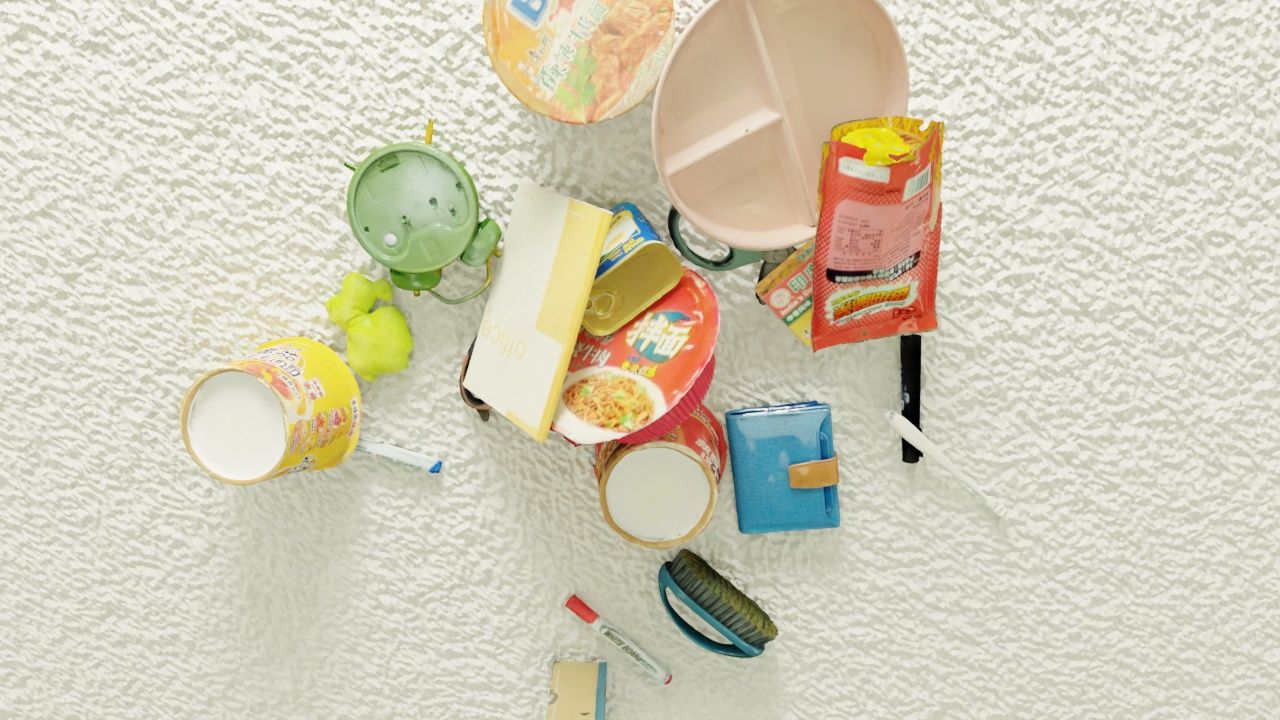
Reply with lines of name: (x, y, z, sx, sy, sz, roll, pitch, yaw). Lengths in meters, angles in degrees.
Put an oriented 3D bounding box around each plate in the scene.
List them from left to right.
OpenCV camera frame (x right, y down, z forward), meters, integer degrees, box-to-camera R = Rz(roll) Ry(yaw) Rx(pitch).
plate: (0.114, -0.202, 0.754, 0.229, 0.028, 0.230, -8, 120, -15)

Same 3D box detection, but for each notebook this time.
notebook: (-0.096, -0.048, 0.821, 0.010, 0.146, 0.206, 8, 104, -41)

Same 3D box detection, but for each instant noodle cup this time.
instant noodle cup: (-0.349, 0.051, 0.860, 0.138, 0.109, 0.138, 1, 98, 9)
instant noodle cup: (-0.046, -0.275, 0.761, 0.151, 0.111, 0.151, 0, 107, 1)
instant noodle cup: (-0.005, 0.005, 0.831, 0.194, 0.193, 0.066, -30, 134, 10)
instant noodle cup: (0.019, 0.108, 0.882, 0.138, 0.108, 0.138, 0, 107, 1)

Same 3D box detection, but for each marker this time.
marker: (-0.273, 0.088, 0.931, 0.146, 0.017, 0.017, 17, 107, -4)
marker: (-0.022, 0.303, 0.992, 0.145, 0.017, 0.017, 42, 104, -10)
marker: (0.266, 0.038, 0.900, 0.022, 0.020, 0.132, -10, 108, -13)

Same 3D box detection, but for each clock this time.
clock: (-0.195, -0.126, 0.841, 0.116, 0.056, 0.161, -23, 105, 9)

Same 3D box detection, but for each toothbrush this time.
toothbrush: (0.305, 0.104, 0.908, 0.180, 0.016, 0.016, 38, 96, -18)

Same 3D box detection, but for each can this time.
can: (-0.023, -0.085, 0.827, 0.102, 0.083, 0.057, -37, 131, 8)

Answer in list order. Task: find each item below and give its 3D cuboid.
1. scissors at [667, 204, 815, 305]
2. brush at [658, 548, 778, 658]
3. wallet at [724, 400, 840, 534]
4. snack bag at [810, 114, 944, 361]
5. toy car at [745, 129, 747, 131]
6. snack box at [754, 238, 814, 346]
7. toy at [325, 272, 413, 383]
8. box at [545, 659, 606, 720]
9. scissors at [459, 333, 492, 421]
scissors: (0.114, -0.136, 0.827, 0.174, 0.019, 0.170, 19, 113, -22)
brush: (0.073, 0.261, 0.956, 0.144, 0.055, 0.074, 40, 104, -11)
wallet: (0.144, 0.109, 0.917, 0.106, 0.040, 0.133, -6, 108, 8)
snack bag: (0.204, -0.100, 0.793, 0.128, 0.073, 0.208, -14, 127, -9)
toy car: (0.112, -0.192, 0.823, 0.049, 0.031, 0.105, -40, 117, 13)
snack box: (0.189, -0.090, 0.847, 0.156, 0.027, 0.077, -41, 121, 13)
toy: (-0.259, -0.031, 0.886, 0.100, 0.031, 0.097, 40, 107, -6)
box: (-0.067, 0.392, 0.935, 0.063, 0.184, 0.090, 1, 112, -2)
scissors: (-0.108, -0.041, 0.887, 0.209, 0.015, 0.182, -34, 102, 12)
